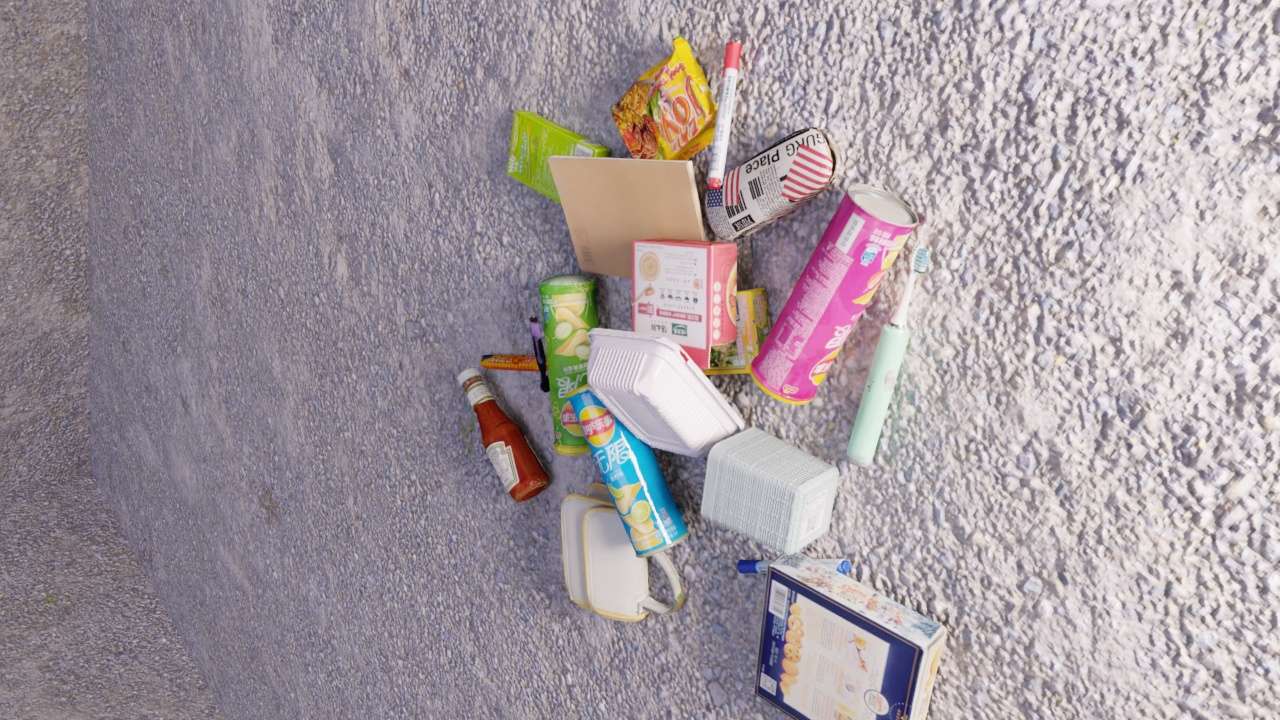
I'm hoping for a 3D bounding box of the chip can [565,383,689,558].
[{"bbox_3d":[-0.015,0.121,1.079,0.071,0.071,0.210,-25,88,46],"label":"chip can"}]

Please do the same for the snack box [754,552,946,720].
[{"bbox_3d":[0.207,0.312,0.945,0.183,0.045,0.178,23,122,37],"label":"snack box"}]

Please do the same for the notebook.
[{"bbox_3d":[-0.012,-0.157,1.038,0.212,0.012,0.150,13,129,41],"label":"notebook"}]

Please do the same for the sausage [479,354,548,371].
[{"bbox_3d":[-0.175,0.003,1.275,0.165,0.021,0.021,1,102,45],"label":"sausage"}]

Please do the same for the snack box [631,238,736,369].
[{"bbox_3d":[0.045,-0.063,0.970,0.113,0.044,0.127,12,106,42],"label":"snack box"}]

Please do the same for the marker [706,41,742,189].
[{"bbox_3d":[0.084,-0.245,0.919,0.017,0.017,0.145,10,92,44],"label":"marker"}]

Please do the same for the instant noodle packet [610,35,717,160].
[{"bbox_3d":[0.029,-0.263,0.978,0.129,0.044,0.110,-33,81,45],"label":"instant noodle packet"}]

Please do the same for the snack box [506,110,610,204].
[{"bbox_3d":[-0.104,-0.244,1.130,0.156,0.026,0.086,32,123,35],"label":"snack box"}]

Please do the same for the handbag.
[{"bbox_3d":[-0.023,0.254,1.168,0.179,0.063,0.163,11,111,39],"label":"handbag"}]

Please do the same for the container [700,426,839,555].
[{"bbox_3d":[0.136,0.135,0.950,0.111,0.090,0.090,21,116,37],"label":"container"}]

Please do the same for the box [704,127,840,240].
[{"bbox_3d":[0.130,-0.172,0.906,0.165,0.059,0.071,-22,62,47],"label":"box"}]

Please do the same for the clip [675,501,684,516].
[{"bbox_3d":[0.038,0.194,1.117,0.049,0.015,0.057,43,126,26],"label":"clip"}]

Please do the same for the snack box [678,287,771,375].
[{"bbox_3d":[0.079,-0.029,1.001,0.141,0.033,0.087,-4,98,47],"label":"snack box"}]

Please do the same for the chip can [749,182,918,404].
[{"bbox_3d":[0.178,-0.058,0.864,0.071,0.071,0.211,45,128,28],"label":"chip can"}]

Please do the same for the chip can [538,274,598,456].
[{"bbox_3d":[-0.082,0.004,1.144,0.073,0.072,0.221,7,105,44],"label":"chip can"}]

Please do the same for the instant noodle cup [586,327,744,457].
[{"bbox_3d":[0.017,0.042,0.993,0.138,0.060,0.173,8,151,45],"label":"instant noodle cup"}]

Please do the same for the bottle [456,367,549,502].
[{"bbox_3d":[-0.200,0.101,1.300,0.206,0.059,0.060,58,134,17],"label":"bottle"}]

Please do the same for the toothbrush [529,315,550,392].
[{"bbox_3d":[-0.128,-0.008,1.169,0.189,0.014,0.016,90,174,-60],"label":"toothbrush"}]

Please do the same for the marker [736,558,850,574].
[{"bbox_3d":[0.164,0.223,0.996,0.146,0.016,0.017,-14,91,47],"label":"marker"}]

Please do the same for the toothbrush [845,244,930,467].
[{"bbox_3d":[0.232,-0.001,0.858,0.027,0.026,0.225,-132,46,-54],"label":"toothbrush"}]
